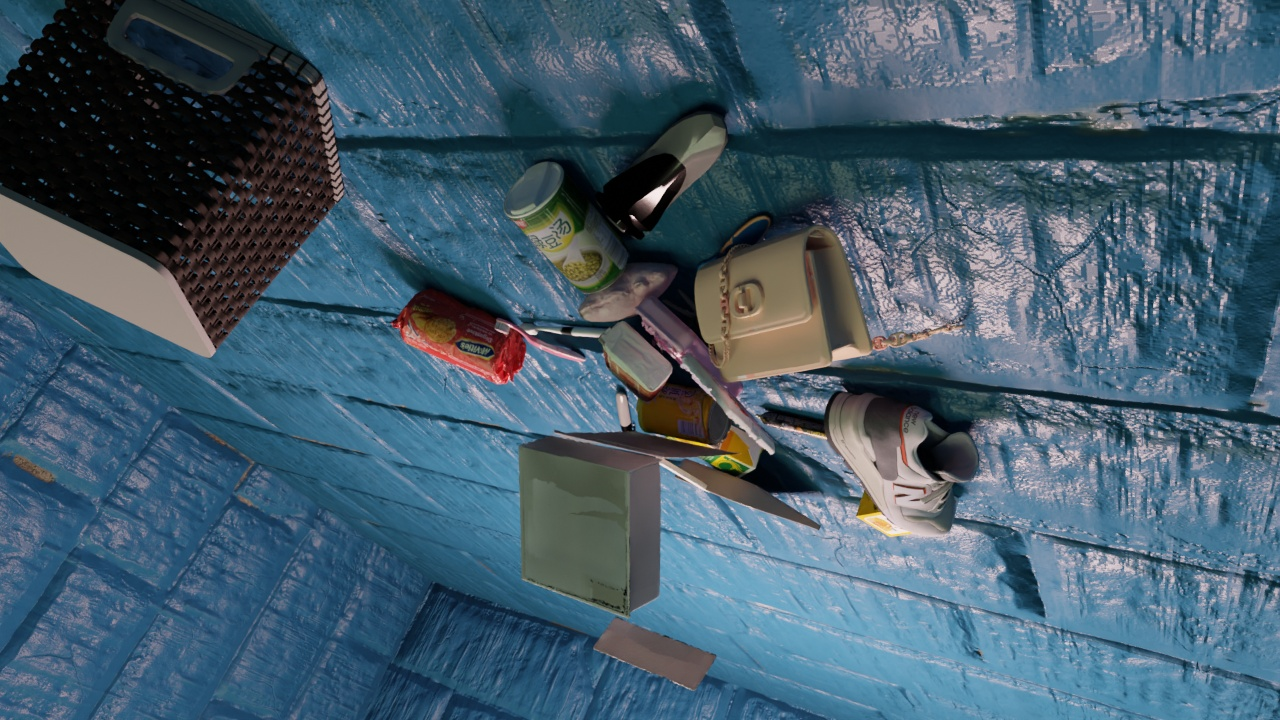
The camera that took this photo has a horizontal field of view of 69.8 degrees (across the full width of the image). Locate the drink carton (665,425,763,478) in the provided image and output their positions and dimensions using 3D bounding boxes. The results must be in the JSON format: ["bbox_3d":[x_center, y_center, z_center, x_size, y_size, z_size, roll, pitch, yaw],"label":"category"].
[{"bbox_3d":[0.094,0.105,1.213,0.122,0.041,0.058,27,155,-6],"label":"drink carton"}]

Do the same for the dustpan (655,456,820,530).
[{"bbox_3d":[0.112,0.174,1.260,0.257,0.033,0.163,34,168,-38],"label":"dustpan"}]

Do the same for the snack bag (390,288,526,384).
[{"bbox_3d":[-0.232,-0.033,1.202,0.176,0.082,0.082,23,155,3],"label":"snack bag"}]

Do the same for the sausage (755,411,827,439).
[{"bbox_3d":[0.208,0.082,1.088,0.155,0.020,0.020,12,153,25],"label":"sausage"}]

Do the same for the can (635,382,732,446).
[{"bbox_3d":[0.054,0.065,1.139,0.105,0.067,0.068,9,151,30],"label":"can"}]

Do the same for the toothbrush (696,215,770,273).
[{"bbox_3d":[0.082,-0.101,0.845,0.021,0.017,0.135,18,158,-18],"label":"toothbrush"}]

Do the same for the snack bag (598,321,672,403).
[{"bbox_3d":[-0.006,0.006,1.017,0.077,0.041,0.225,43,173,4],"label":"snack bag"}]

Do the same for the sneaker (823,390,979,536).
[{"bbox_3d":[0.307,0.119,0.987,0.239,0.088,0.124,42,153,-26],"label":"sneaker"}]

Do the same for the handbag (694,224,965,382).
[{"bbox_3d":[0.155,-0.057,0.830,0.186,0.116,0.199,-14,180,-32],"label":"handbag"}]

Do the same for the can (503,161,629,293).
[{"bbox_3d":[-0.070,-0.126,0.876,0.067,0.067,0.121,2,147,40],"label":"can"}]

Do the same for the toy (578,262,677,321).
[{"bbox_3d":[-0.007,-0.073,0.925,0.096,0.098,0.053,-24,96,30],"label":"toy"}]

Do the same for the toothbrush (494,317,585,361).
[{"bbox_3d":[-0.127,-0.022,1.168,0.135,0.016,0.022,25,165,-29],"label":"toothbrush"}]

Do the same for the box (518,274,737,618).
[{"bbox_3d":[0.014,0.070,1.087,0.167,0.444,0.165,9,143,38],"label":"box"}]

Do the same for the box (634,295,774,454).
[{"bbox_3d":[0.075,0.017,0.941,0.153,0.041,0.201,45,-177,27],"label":"box"}]

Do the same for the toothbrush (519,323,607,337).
[{"bbox_3d":[-0.078,-0.035,1.131,0.187,0.012,0.017,5,162,37],"label":"toothbrush"}]

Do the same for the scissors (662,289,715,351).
[{"bbox_3d":[0.089,-0.024,0.990,0.148,0.019,0.118,26,158,7],"label":"scissors"}]

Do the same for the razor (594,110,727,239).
[{"bbox_3d":[0.020,-0.155,0.758,0.057,0.060,0.157,43,132,-10],"label":"razor"}]

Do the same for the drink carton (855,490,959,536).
[{"bbox_3d":[0.335,0.184,1.149,0.058,0.040,0.123,31,155,-13],"label":"drink carton"}]

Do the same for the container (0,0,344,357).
[{"bbox_3d":[-0.482,-0.184,0.927,0.247,0.243,0.246,26,155,-1],"label":"container"}]

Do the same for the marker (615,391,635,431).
[{"bbox_3d":[-0.021,0.076,1.295,0.022,0.016,0.139,-9,151,-2],"label":"marker"}]
